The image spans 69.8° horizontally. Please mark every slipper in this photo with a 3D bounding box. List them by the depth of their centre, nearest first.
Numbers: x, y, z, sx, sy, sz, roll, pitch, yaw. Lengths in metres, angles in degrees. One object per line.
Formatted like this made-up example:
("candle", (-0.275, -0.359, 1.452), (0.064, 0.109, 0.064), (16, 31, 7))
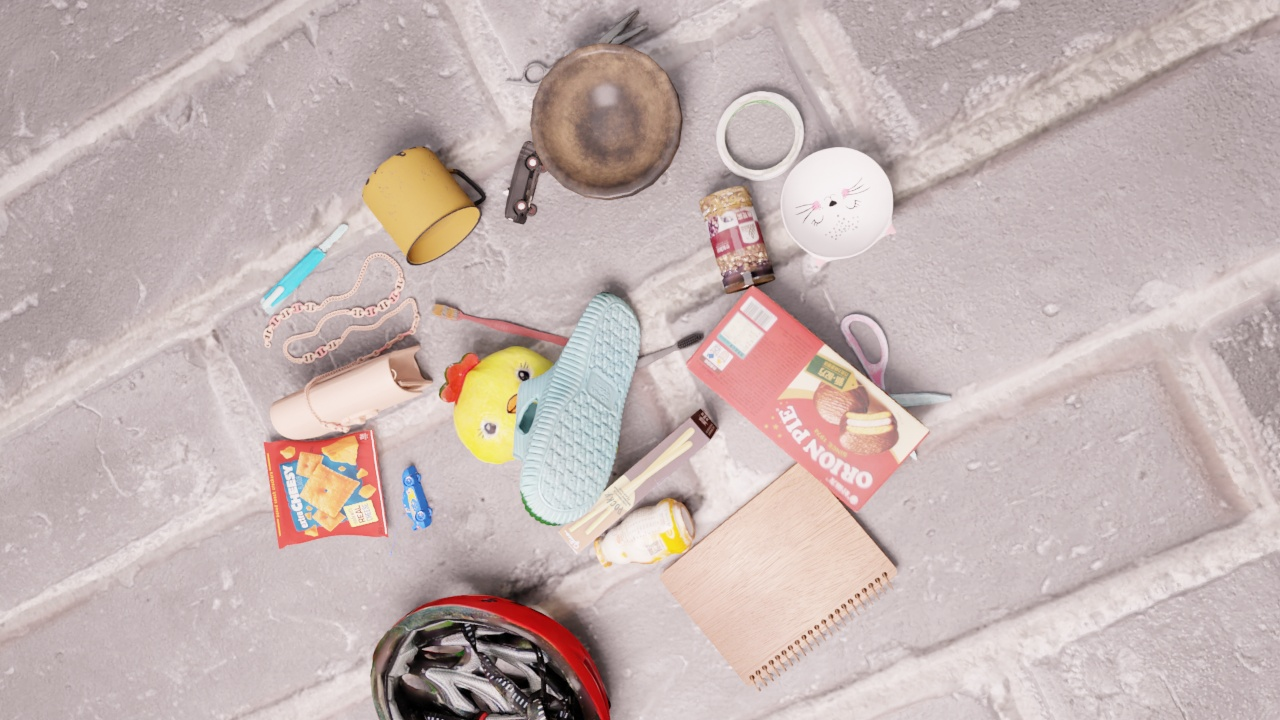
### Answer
("slipper", (-0.069, 0.048, 0.967), (0.070, 0.116, 0.275), (-13, 48, 41))

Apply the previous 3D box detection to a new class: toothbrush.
("toothbrush", (-0.006, 0.006, 1.037), (0.167, 0.013, 0.013), (-24, 88, 13))
("toothbrush", (-0.155, -0.038, 1.060), (0.184, 0.015, 0.015), (14, 88, 8))

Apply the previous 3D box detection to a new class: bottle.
("bottle", (0.104, -0.129, 0.987), (0.056, 0.056, 0.105), (-17, 89, 10))
("bottle", (0.003, 0.196, 1.018), (0.109, 0.063, 0.063), (-23, 88, 13))

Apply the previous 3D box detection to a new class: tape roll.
("tape roll", (0.130, -0.244, 0.997), (0.094, 0.018, 0.094), (0, 92, 10))

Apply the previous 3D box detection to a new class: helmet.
("helmet", (-0.160, 0.365, 1.001), (0.272, 0.166, 0.217), (25, 97, 8))

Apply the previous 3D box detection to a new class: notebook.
("notebook", (0.153, 0.239, 1.013), (0.210, 0.022, 0.169), (-41, 84, 9))

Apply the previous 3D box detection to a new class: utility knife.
("utility knife", (-0.401, -0.110, 1.100), (0.149, 0.015, 0.022), (-40, 94, 10))

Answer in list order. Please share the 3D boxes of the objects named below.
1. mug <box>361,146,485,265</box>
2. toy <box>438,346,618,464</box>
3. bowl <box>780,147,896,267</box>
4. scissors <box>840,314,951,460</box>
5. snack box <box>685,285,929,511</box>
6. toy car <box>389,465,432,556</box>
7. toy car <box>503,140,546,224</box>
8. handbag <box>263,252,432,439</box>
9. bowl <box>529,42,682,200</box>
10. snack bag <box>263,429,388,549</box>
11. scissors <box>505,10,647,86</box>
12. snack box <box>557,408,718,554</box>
("mug", (-0.238, -0.180, 1.033), (0.123, 0.101, 0.094), (-34, 83, -31))
("toy", (-0.124, 0.066, 1.023), (0.207, 0.092, 0.133), (33, 80, -2))
("bowl", (0.206, -0.163, 0.970), (0.115, 0.050, 0.114), (0, 92, 10))
("scissors", (0.246, 0.028, 0.990), (0.171, 0.013, 0.175), (-4, 91, 12))
("snack box", (0.174, 0.038, 0.966), (0.236, 0.060, 0.113), (41, 99, 9))
("toy car", (-0.281, 0.177, 1.080), (0.062, 0.033, 0.092), (-19, 89, 4))
("toy car", (-0.132, -0.201, 1.034), (0.037, 0.040, 0.092), (17, 97, 10))
("handbag", (-0.358, -0.011, 1.045), (0.199, 0.116, 0.187), (-22, 89, 10))
("bowl", (-0.034, -0.254, 0.995), (0.162, 0.070, 0.162), (1, 96, 7))
("snack bag", (-0.374, 0.153, 1.095), (0.144, 0.039, 0.131), (-7, 92, 11))
("scissors", (-0.074, -0.344, 1.031), (0.120, 0.014, 0.160), (32, 100, 7))
("snack box", (0.000, 0.128, 0.994), (0.186, 0.101, 0.031), (-42, 85, 9))
